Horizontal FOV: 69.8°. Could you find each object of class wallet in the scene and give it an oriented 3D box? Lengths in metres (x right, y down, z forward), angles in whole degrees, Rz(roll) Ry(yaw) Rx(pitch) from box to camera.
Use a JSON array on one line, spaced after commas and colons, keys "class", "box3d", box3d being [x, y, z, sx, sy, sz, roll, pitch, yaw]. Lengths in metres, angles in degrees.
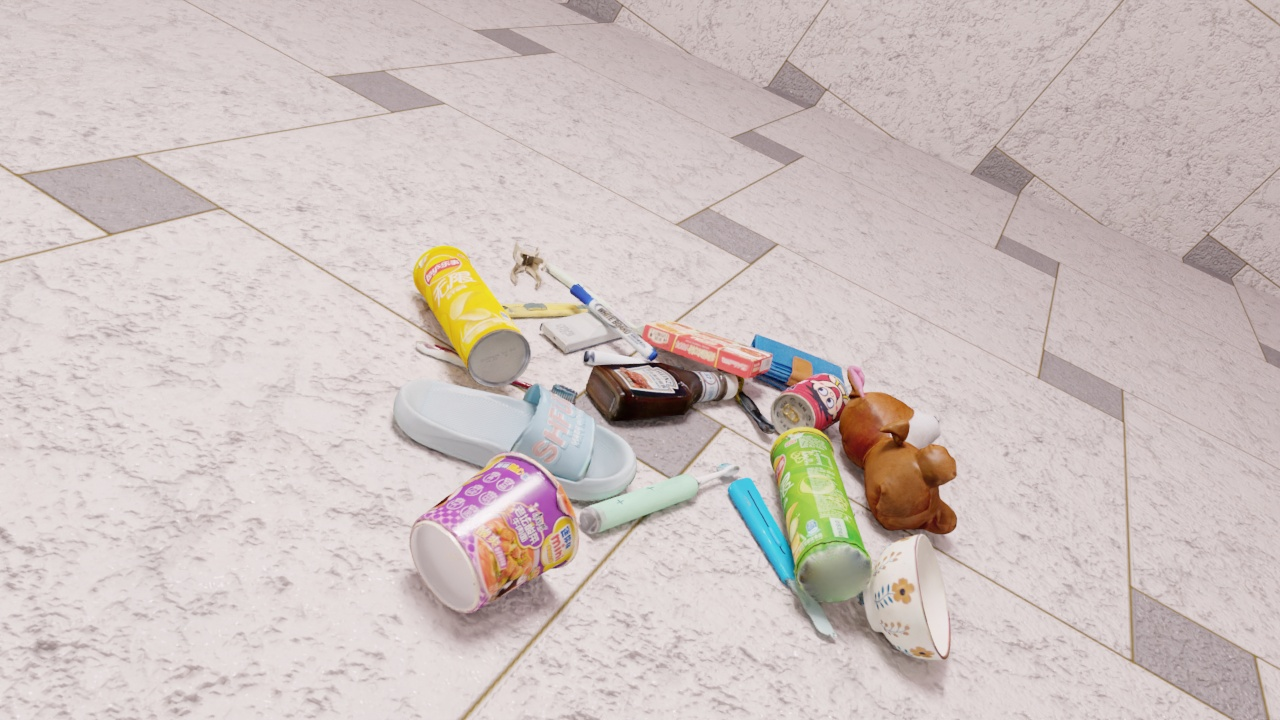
[{"class": "wallet", "box3d": [0.211, 0.012, 1.238, 0.133, 0.040, 0.106, 21, 25, -1]}]

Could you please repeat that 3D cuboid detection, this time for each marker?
[{"class": "marker", "box3d": [-0.034, -0.048, 1.144, 0.146, 0.017, 0.016, 41, 34, 22]}, {"class": "marker", "box3d": [-0.007, 0.007, 1.120, 0.130, 0.018, 0.022, 9, 41, -22]}]

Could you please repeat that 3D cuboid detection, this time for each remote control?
[{"class": "remote control", "box3d": [-0.067, -0.041, 1.151, 0.049, 0.024, 0.124, 40, 35, 25]}]

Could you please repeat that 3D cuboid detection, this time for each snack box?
[{"class": "snack box", "box3d": [0.084, -0.016, 1.161, 0.153, 0.025, 0.075, 20, 14, 25]}]

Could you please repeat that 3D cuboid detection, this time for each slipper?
[{"class": "slipper", "box3d": [-0.118, 0.061, 0.899, 0.245, 0.074, 0.103, 18, 29, -5]}]

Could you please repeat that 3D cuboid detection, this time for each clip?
[{"class": "clip", "box3d": [-0.141, -0.130, 1.243, 0.081, 0.035, 0.104, 17, 22, -2]}]

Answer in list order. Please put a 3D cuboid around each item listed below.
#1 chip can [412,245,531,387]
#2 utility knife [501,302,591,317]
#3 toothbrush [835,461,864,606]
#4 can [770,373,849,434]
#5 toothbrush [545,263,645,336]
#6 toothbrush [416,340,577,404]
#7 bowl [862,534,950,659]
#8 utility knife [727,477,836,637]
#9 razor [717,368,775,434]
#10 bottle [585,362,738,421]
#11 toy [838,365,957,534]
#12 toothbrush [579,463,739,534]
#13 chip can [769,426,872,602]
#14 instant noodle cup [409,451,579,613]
[{"class": "chip can", "box3d": [-0.190, -0.053, 1.020, 0.072, 0.072, 0.213, 1, 30, -32]}, {"class": "utility knife", "box3d": [-0.140, -0.061, 1.152, 0.194, 0.020, 0.031, -9, 35, -35]}, {"class": "toothbrush", "box3d": [0.215, 0.176, 0.978, 0.027, 0.026, 0.220, -19, 29, 12]}, {"class": "can", "box3d": [0.208, 0.058, 1.128, 0.066, 0.067, 0.093, 37, 33, 25]}, {"class": "toothbrush", "box3d": [-0.058, -0.082, 1.232, 0.189, 0.029, 0.020, 35, 72, 24]}, {"class": "toothbrush", "box3d": [-0.158, 0.011, 1.011, 0.187, 0.017, 0.016, 20, 30, -3]}, {"class": "bowl", "box3d": [0.247, 0.224, 0.863, 0.062, 0.113, 0.113, -14, 18, 25]}, {"class": "utility knife", "box3d": [0.139, 0.192, 0.912, 0.034, 0.018, 0.206, 5, 35, -28]}, {"class": "razor", "box3d": [0.131, 0.048, 1.137, 0.042, 0.022, 0.142, 11, 29, -28]}, {"class": "bottle", "box3d": [0.033, 0.033, 1.078, 0.194, 0.044, 0.080, -2, 35, -37]}, {"class": "toy", "box3d": [0.296, 0.102, 1.064, 0.130, 0.140, 0.199, -17, 34, -7]}, {"class": "toothbrush", "box3d": [0.028, 0.133, 0.925, 0.027, 0.026, 0.223, 19, 21, 42]}, {"class": "chip can", "box3d": [0.179, 0.152, 0.931, 0.072, 0.073, 0.221, 18, 25, -7]}, {"class": "instant noodle cup", "box3d": [-0.123, 0.142, 0.738, 0.111, 0.112, 0.099, 37, 41, 25]}]
